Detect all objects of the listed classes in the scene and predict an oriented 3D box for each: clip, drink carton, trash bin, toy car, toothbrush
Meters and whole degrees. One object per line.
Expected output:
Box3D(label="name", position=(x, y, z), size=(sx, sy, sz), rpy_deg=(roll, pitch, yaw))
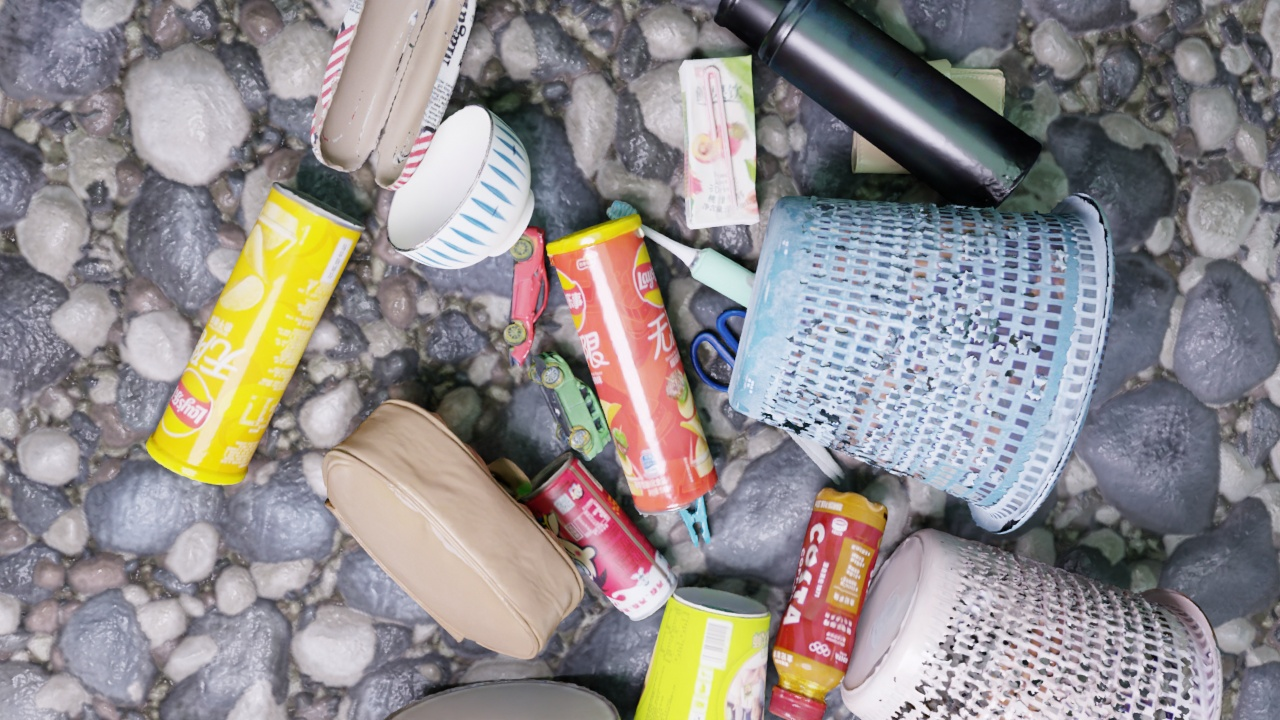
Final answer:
Box3D(label="clip", position=(0.043, 0.123, 0.736), size=(0.039, 0.014, 0.056), rpy_deg=(-19, 99, -1))
Box3D(label="drink carton", position=(0.059, -0.161, 0.683), size=(0.053, 0.045, 0.122), rpy_deg=(-4, 97, -3))
Box3D(label="trash bin", position=(-0.098, 0.388, 0.666), size=(0.229, 0.229, 0.252), rpy_deg=(-3, 92, -4))
Box3D(label="trash bin", position=(0.266, 0.232, 0.681), size=(0.192, 0.227, 0.227), rpy_deg=(26, 95, 5))
Box3D(label="toy car", position=(-0.085, -0.047, 0.686), size=(0.031, 0.049, 0.106), rpy_deg=(7, 96, -4))
Box3D(label="toothbrush", position=(0.073, -0.061, 0.707), size=(0.224, 0.027, 0.026), rpy_deg=(29, 53, -7))
Box3D(label="trash bin", position=(0.168, -0.019, 0.614), size=(0.195, 0.226, 0.226), rpy_deg=(14, 96, 6))
Box3D(label="toy car", position=(-0.054, 0.033, 0.701), size=(0.036, 0.043, 0.091), rpy_deg=(-31, 108, -16))

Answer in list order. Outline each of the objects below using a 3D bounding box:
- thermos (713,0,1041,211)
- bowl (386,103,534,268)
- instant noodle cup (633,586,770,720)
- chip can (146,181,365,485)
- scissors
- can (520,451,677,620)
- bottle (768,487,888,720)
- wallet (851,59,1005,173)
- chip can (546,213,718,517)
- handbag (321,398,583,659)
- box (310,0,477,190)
Box3D(label="thermos", position=(0.173, -0.207, 0.660), size=(0.242, 0.068, 0.089), rpy_deg=(37, 73, 0))
Box3D(label="bowl", position=(-0.119, -0.114, 0.651), size=(0.066, 0.116, 0.116), rpy_deg=(30, 95, -39))
Box3D(label="instant noodle cup", position=(0.053, 0.245, 0.713), size=(0.111, 0.112, 0.123), rpy_deg=(10, 88, -6))
Box3D(label="chip can", position=(-0.277, -0.018, 0.663), size=(0.072, 0.072, 0.213), rpy_deg=(27, 95, -7))
Box3D(label="scissors", position=(0.117, 0.027, 0.731), size=(0.174, 0.012, 0.108), rpy_deg=(25, 95, -9))
Box3D(label="can", position=(-0.031, 0.137, 0.712), size=(0.053, 0.053, 0.133), rpy_deg=(-40, 99, 1))
Box3D(label="bottle", position=(0.141, 0.189, 0.705), size=(0.057, 0.057, 0.174), rpy_deg=(20, 77, -7))
Box3D(label="wallet", position=(0.221, -0.187, 0.704), size=(0.115, 0.024, 0.087), rpy_deg=(1, 95, -2))
Box3D(label="chip can", position=(-0.004, 0.004, 0.683), size=(0.073, 0.073, 0.217), rpy_deg=(-18, 103, -2))
Box3D(label="handbag", position=(-0.136, 0.122, 0.668), size=(0.204, 0.148, 0.099), rpy_deg=(50, 52, -9))
Box3D(label="box", position=(-0.163, -0.202, 0.647), size=(0.088, 0.076, 0.162), rpy_deg=(21, 93, 17))
